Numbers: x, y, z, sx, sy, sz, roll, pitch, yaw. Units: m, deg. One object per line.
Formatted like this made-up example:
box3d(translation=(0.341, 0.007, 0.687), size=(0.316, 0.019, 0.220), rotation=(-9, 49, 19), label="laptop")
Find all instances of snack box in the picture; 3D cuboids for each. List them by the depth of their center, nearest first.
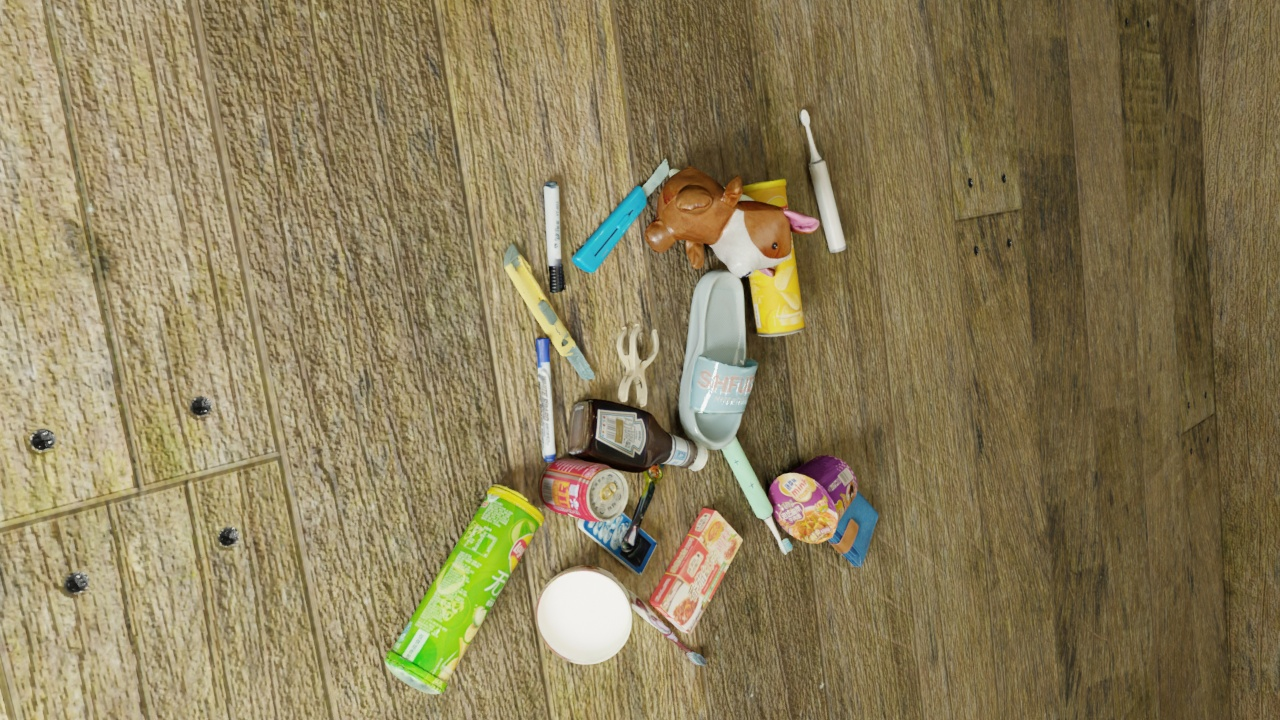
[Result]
box3d(translation=(0.077, 0.282, 1.236), size=(0.075, 0.025, 0.152), rotation=(49, 61, -30), label="snack box")

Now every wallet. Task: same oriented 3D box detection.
box3d(translation=(0.323, 0.249, 1.440), size=(0.133, 0.040, 0.106), rotation=(45, 59, -31), label="wallet")

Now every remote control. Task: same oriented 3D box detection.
box3d(translation=(-0.028, 0.218, 1.146), size=(0.125, 0.024, 0.049), rotation=(46, 63, -30), label="remote control")

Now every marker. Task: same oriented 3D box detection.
box3d(translation=(-0.111, 0.046, 1.077), size=(0.016, 0.017, 0.146), rotation=(-6, 95, -40), label="marker")
box3d(translation=(-0.101, -0.145, 1.081), size=(0.022, 0.018, 0.131), rotation=(-6, 95, -49), label="marker")

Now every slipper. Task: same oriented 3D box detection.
box3d(translation=(0.114, -0.002, 1.230), size=(0.104, 0.074, 0.245), rotation=(7, 85, -41), label="slipper")

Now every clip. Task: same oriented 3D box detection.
box3d(translation=(-0.015, 0.001, 1.139), size=(0.080, 0.035, 0.104), rotation=(34, 63, -34), label="clip")

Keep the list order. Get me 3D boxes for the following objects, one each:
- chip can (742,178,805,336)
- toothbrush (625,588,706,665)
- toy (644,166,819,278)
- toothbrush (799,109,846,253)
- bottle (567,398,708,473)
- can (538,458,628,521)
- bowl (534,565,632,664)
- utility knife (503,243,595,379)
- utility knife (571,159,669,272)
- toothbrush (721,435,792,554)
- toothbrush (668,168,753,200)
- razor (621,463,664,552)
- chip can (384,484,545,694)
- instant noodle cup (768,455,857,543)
box3d(translation=(0.182, -0.143, 1.286), size=(0.071, 0.072, 0.213), rotation=(-17, 102, -39), label="chip can")
box3d(translation=(0.033, 0.353, 1.206), size=(0.187, 0.017, 0.016), rotation=(50, 60, -30), label="toothbrush")
box3d(translation=(0.116, -0.167, 1.177), size=(0.199, 0.140, 0.130), rotation=(15, 59, -25), label="toy")
box3d(translation=(0.274, -0.271, 1.391), size=(0.026, 0.026, 0.221), rotation=(-19, 106, -3), label="toothbrush")
box3d(translation=(0.001, 0.102, 1.141), size=(0.194, 0.044, 0.079), rotation=(17, 67, -34), label="bottle")
box3d(translation=(-0.066, 0.151, 1.067), size=(0.066, 0.094, 0.066), rotation=(-1, 91, -40), label="can")
box3d(translation=(-0.063, 0.291, 1.081), size=(0.062, 0.113, 0.113), rotation=(-46, 131, -80), label="bowl")
box3d(translation=(-0.108, -0.050, 1.082), size=(0.030, 0.020, 0.195), rotation=(-43, 122, -25), label="utility knife")
box3d(translation=(-0.018, -0.185, 1.151), size=(0.034, 0.018, 0.206), rotation=(52, 59, -28), label="utility knife")
box3d(translation=(0.166, 0.195, 1.309), size=(0.027, 0.026, 0.224), rotation=(-30, 113, -5), label="toothbrush")
box3d(translation=(0.125, -0.217, 1.220), size=(0.189, 0.029, 0.020), rotation=(20, 45, -11), label="toothbrush")
box3d(translation=(0.003, 0.176, 1.153), size=(0.042, 0.022, 0.142), rotation=(42, 50, -30), label="razor")
box3d(translation=(-0.186, 0.244, 0.981), size=(0.072, 0.073, 0.220), rotation=(46, 63, -31), label="chip can")
box3d(translation=(0.259, 0.195, 1.344), size=(0.099, 0.112, 0.111), rotation=(-30, 110, -46), label="instant noodle cup")
